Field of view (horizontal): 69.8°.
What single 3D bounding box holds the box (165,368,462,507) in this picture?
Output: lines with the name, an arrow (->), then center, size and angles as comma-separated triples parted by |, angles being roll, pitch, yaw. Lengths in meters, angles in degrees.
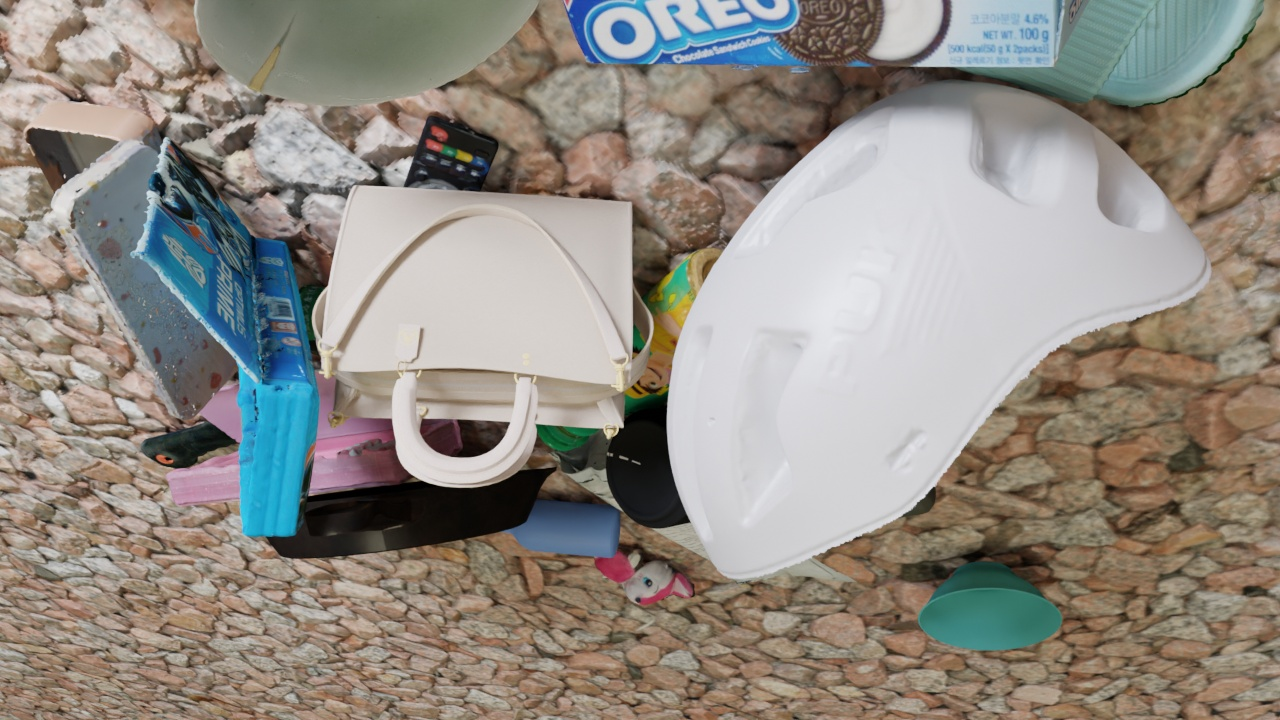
box -> -0.267, 0.050, 0.728 | 0.233, 0.099, 0.098 | -9, 99, 25

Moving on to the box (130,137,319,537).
box -> -0.231, -0.031, 0.544 | 0.063, 0.243, 0.174 | -16, 121, -17

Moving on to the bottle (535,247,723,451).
bottle -> -0.004, 0.004, 0.647 | 0.068, 0.068, 0.210 | 31, 136, -22

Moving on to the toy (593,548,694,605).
toy -> -0.002, 0.222, 0.917 | 0.102, 0.050, 0.066 | 31, 140, -15

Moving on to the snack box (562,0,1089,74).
snack box -> 0.067, -0.163, 0.386 | 0.227, 0.059, 0.059 | 14, 146, 34

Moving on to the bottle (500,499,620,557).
bottle -> -0.086, 0.154, 0.853 | 0.131, 0.047, 0.048 | 3, 139, 8

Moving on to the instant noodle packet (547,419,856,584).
instant noodle packet -> 0.055, 0.137, 0.805 | 0.269, 0.057, 0.147 | 36, 151, -31

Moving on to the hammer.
hammer -> -0.322, 0.050, 0.800 | 0.334, 0.033, 0.133 | -17, 134, 29

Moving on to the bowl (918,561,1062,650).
bowl -> 0.317, 0.218, 0.842 | 0.121, 0.046, 0.121 | 6, 139, 5

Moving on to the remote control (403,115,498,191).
remote control -> -0.135, -0.097, 0.597 | 0.045, 0.021, 0.141 | 17, 135, -19

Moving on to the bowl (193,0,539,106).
bowl -> -0.130, -0.200, 0.434 | 0.174, 0.068, 0.174 | -22, 167, -6

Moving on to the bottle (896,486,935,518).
bottle -> 0.172, 0.099, 0.725 | 0.109, 0.060, 0.060 | -15, 134, 26

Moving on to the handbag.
handbag -> -0.090, -0.009, 0.531 | 0.194, 0.197, 0.101 | 3, 137, -6

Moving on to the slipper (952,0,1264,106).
slipper -> 0.160, -0.189, 0.393 | 0.276, 0.069, 0.116 | 24, 135, -14

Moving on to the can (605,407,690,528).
can -> 0.048, 0.073, 0.660 | 0.080, 0.080, 0.145 | -28, 162, 36

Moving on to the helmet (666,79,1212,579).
helmet -> 0.121, -0.009, 0.475 | 0.184, 0.224, 0.283 | 35, 104, 5

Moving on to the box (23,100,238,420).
box -> -0.352, -0.068, 0.638 | 0.108, 0.094, 0.217 | 29, 144, 18

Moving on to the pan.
pan -> -0.183, 0.117, 0.675 | 0.248, 0.043, 0.356 | -6, 176, -6

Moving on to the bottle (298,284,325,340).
bottle -> -0.195, -0.032, 0.669 | 0.110, 0.042, 0.043 | 4, 139, 5
